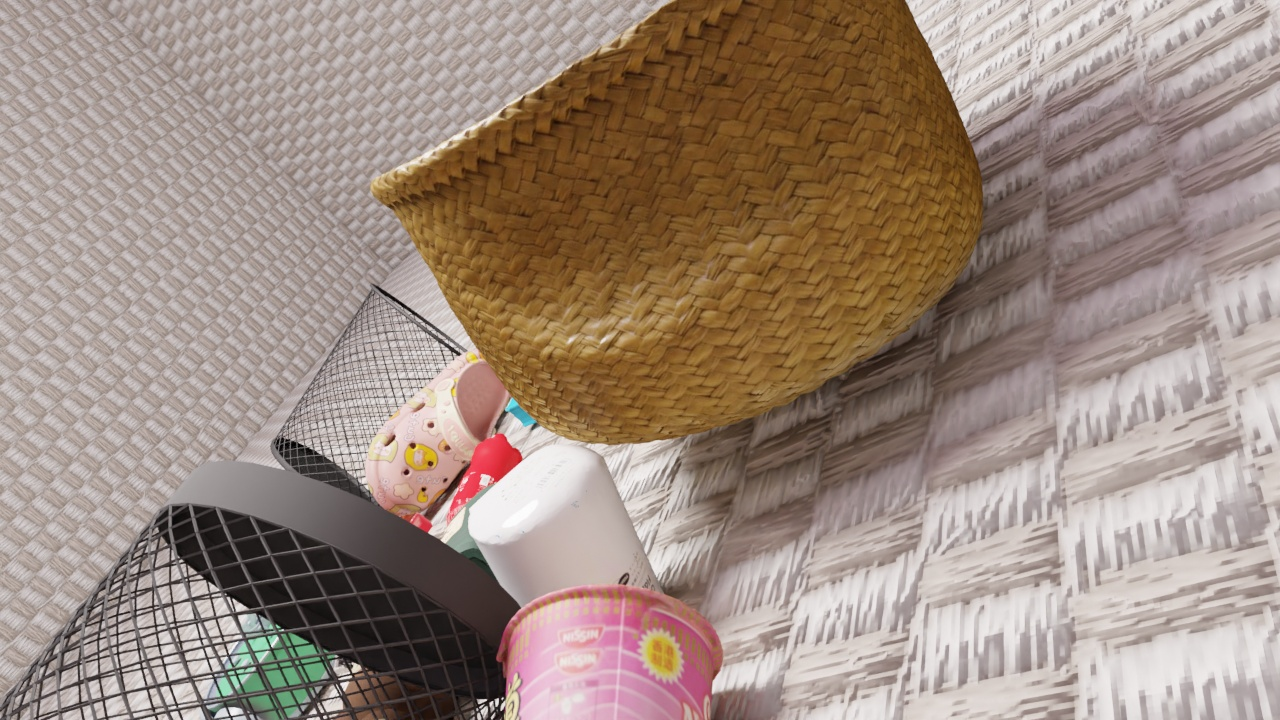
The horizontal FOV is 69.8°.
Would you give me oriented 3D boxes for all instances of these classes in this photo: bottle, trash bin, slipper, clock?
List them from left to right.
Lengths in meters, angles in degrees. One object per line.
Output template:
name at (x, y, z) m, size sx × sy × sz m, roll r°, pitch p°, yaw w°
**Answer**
trash bin at (-0.178, 0.191, 0.399) m, size 0.218 × 0.217 × 0.226 m, roll -24°, pitch 34°, yaw 48°
clock at (-0.331, 0.276, 0.798) m, size 0.122 × 0.075 × 0.161 m, roll -18°, pitch 34°, yaw 54°
trash bin at (-0.292, 0.052, 1.038) m, size 0.210 × 0.184 × 0.184 m, roll -53°, pitch 19°, yaw -3°
bottle at (-0.148, 0.204, 0.573) m, size 0.068 × 0.068 × 0.156 m, roll -41°, pitch 20°, yaw 15°
slipper at (-0.189, 0.067, 0.916) m, size 0.082 × 0.093 × 0.196 m, roll -1°, pitch 46°, yaw 50°
bottle at (-0.133, 0.115, 0.763) m, size 0.042 × 0.042 × 0.141 m, roll -36°, pitch 21°, yaw 27°
bottle at (-0.102, 0.127, 0.636) m, size 0.061 × 0.061 × 0.131 m, roll -44°, pitch 12°, yaw 13°

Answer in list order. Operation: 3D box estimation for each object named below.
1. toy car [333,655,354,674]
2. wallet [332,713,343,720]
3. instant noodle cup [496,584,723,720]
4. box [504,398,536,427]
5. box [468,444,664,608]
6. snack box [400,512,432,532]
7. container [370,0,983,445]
toy car at (-0.197, 0.214, 0.703) m, size 0.113 × 0.039 × 0.039 m, roll -28°, pitch 50°, yaw 40°
wallet at (-0.193, 0.270, 0.609) m, size 0.072 × 0.019 × 0.123 m, roll -41°, pitch 19°, yaw 13°
instant noodle cup at (-0.014, 0.161, 0.358) m, size 0.098 × 0.097 × 0.108 m, roll -36°, pitch 29°, yaw 26°
box at (-0.051, -0.036, 0.901) m, size 0.094 × 0.041 × 0.226 m, roll -26°, pitch 27°, yaw 46°
box at (-0.053, 0.116, 0.507) m, size 0.142 × 0.140 × 0.083 m, roll -5°, pitch 28°, yaw 41°
snack box at (-0.247, 0.186, 0.845) m, size 0.133 × 0.021 × 0.089 m, roll -21°, pitch 31°, yaw 53°
container at (0.034, -0.094, 0.524) m, size 0.307 × 0.196 × 0.306 m, roll -25°, pitch 16°, yaw 8°
